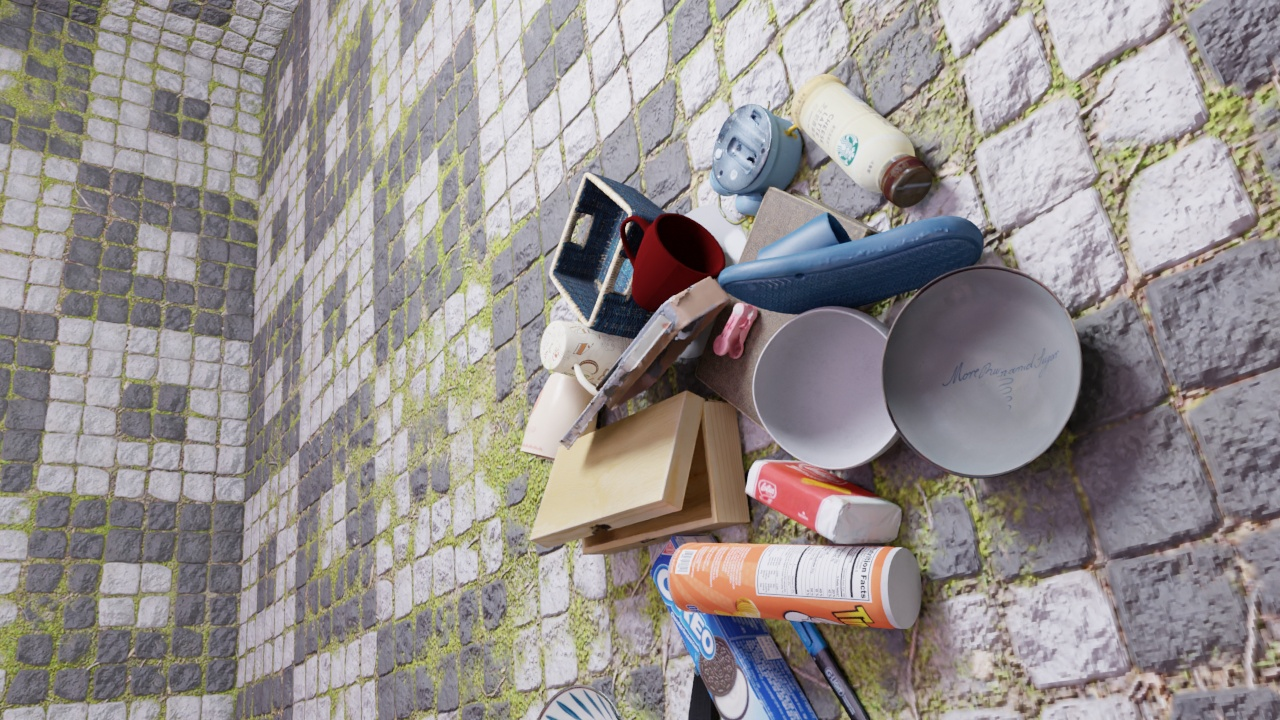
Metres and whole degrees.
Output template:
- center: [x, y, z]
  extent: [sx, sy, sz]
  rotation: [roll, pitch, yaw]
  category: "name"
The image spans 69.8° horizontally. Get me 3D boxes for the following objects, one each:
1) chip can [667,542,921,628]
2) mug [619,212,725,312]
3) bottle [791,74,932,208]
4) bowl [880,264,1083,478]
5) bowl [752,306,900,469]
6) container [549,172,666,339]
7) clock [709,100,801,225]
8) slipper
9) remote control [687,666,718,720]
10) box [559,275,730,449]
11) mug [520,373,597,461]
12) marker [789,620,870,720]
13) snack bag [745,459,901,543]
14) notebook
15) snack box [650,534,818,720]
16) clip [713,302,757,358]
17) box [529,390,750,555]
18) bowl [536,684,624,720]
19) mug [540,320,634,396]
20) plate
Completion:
- center: [0.124, 0.187, 0.775]
  extent: [0.211, 0.062, 0.062]
  rotation: [-8, 75, 40]
  category: "chip can"
- center: [0.019, -0.102, 0.962]
  extent: [0.114, 0.086, 0.089]
  rotation: [43, 130, 4]
  category: "mug"
- center: [0.194, -0.193, 0.809]
  extent: [0.057, 0.056, 0.162]
  rotation: [-59, 40, 28]
  category: "bottle"
- center: [0.255, 0.010, 0.669]
  extent: [0.151, 0.056, 0.150]
  rotation: [-6, 81, 44]
  category: "bowl"
- center: [0.168, 0.022, 0.773]
  extent: [0.132, 0.064, 0.132]
  rotation: [2, 95, 29]
  category: "bowl"
- center: [-0.032, -0.126, 1.081]
  extent: [0.145, 0.071, 0.187]
  rotation: [-68, 27, 17]
  category: "container"
- center: [0.112, -0.197, 0.932]
  extent: [0.088, 0.051, 0.125]
  rotation: [53, 126, 44]
  category: "clock"
- center: [0.170, -0.082, 0.755]
  extent: [0.214, 0.103, 0.059]
  rotation: [-11, 65, 26]
  category: "slipper"
- center: [0.063, 0.349, 0.911]
  extent: [0.039, 0.010, 0.124]
  rotation: [-5, 78, 54]
  category: "remote control"
- center: [-0.004, 0.010, 0.941]
  extent: [0.058, 0.153, 0.217]
  rotation: [50, 147, 6]
  category: "box"
- center: [-0.096, 0.075, 1.151]
  extent: [0.111, 0.085, 0.104]
  rotation: [134, 151, -80]
  category: "mug"
- center: [0.161, 0.263, 0.788]
  extent: [0.018, 0.015, 0.123]
  rotation: [-59, 42, 27]
  category: "marker"
- center: [0.153, 0.118, 0.778]
  extent: [0.116, 0.077, 0.036]
  rotation: [24, 104, 54]
  category: "snack bag"
- center: [0.146, -0.037, 0.862]
  extent: [0.190, 0.034, 0.216]
  rotation: [42, 117, 49]
  category: "notebook"
- center: [0.084, 0.266, 0.861]
  extent: [0.059, 0.059, 0.226]
  rotation: [-62, 39, 31]
  category: "snack box"
- center: [0.097, -0.028, 0.884]
  extent: [0.022, 0.038, 0.059]
  rotation: [52, 126, 50]
  category: "clip"
- center: [-0.013, 0.124, 0.975]
  extent: [0.250, 0.122, 0.140]
  rotation: [-26, 67, 50]
  category: "box"
- center: [-0.045, 0.442, 0.982]
  extent: [0.178, 0.070, 0.177]
  rotation: [-24, 58, 43]
  category: "bowl"
- center: [-0.057, 0.004, 1.085]
  extent: [0.081, 0.097, 0.121]
  rotation: [-54, 43, 33]
  category: "mug"
- center: [0.055, -0.089, 1.017]
  extent: [0.173, 0.019, 0.172]
  rotation: [-18, 68, 52]
  category: "plate"
